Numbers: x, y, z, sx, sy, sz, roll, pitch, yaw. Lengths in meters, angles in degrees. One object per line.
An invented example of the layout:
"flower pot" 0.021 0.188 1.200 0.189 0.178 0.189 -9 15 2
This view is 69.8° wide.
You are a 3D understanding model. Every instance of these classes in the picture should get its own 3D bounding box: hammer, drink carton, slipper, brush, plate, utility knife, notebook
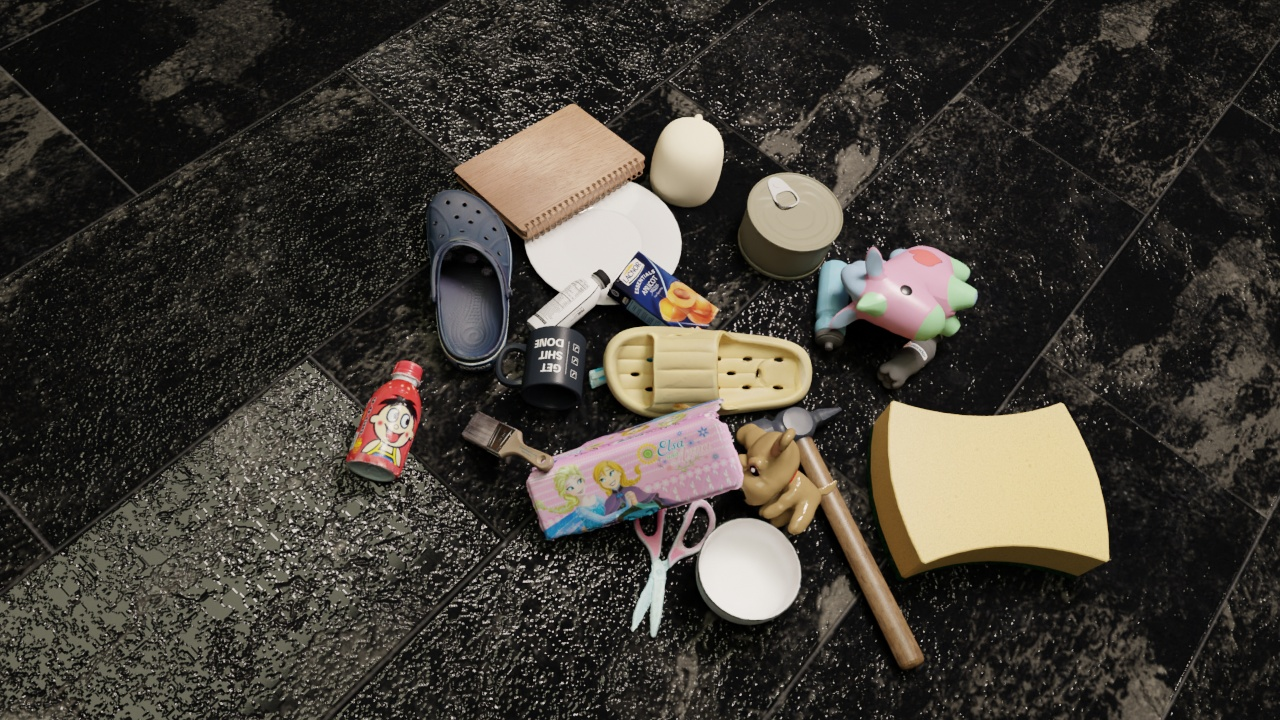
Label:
"hammer" 0.239 0.197 1.058 0.129 0.040 0.321 -15 66 -19
"drink carton" 0.027 -0.075 1.159 0.130 0.040 0.064 36 65 1
"slipper" 0.088 0.018 1.094 0.261 0.079 0.111 1 94 -12
"brush" -0.149 0.093 1.035 0.151 0.012 0.038 19 64 40
"slipper" -0.208 -0.111 1.134 0.105 0.095 0.252 -7 66 -8
"plate" -0.050 -0.160 1.222 0.208 0.015 0.208 3 62 -6
"utility knife" -0.007 0.007 1.140 0.124 0.015 0.022 -17 68 -18
"notebook" -0.119 -0.258 1.248 0.210 0.022 0.169 -36 60 -23
"brush" 0.402 0.152 1.078 0.250 0.075 0.194 1 62 -7

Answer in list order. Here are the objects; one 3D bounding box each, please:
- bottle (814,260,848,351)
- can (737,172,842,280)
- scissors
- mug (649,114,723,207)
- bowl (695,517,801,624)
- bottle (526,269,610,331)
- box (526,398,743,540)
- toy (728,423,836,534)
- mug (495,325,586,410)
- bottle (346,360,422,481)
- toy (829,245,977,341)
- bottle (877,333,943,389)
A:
"bottle" 0.250 -0.069 1.199 0.040 0.040 0.129 12 61 -1
"can" 0.199 -0.179 1.232 0.127 0.073 0.127 3 61 -6
"scissors" 0.038 0.229 1.026 0.105 0.016 0.178 8 61 -3
"mug" 0.068 -0.287 1.258 0.096 0.100 0.120 14 61 0
"bowl" 0.113 0.235 1.003 0.113 0.063 0.113 3 61 -6
"bottle" -0.086 -0.070 1.141 0.116 0.041 0.041 -42 74 -11
"box" -0.002 0.121 1.028 0.231 0.105 0.086 -18 94 12
"toy" 0.153 0.131 1.016 0.105 0.134 0.108 -39 99 -13
"mug" -0.120 0.008 1.092 0.105 0.071 0.077 5 61 -2
"bottle" -0.284 0.065 1.045 0.062 0.062 0.137 13 62 0
"toy" 0.337 -0.097 1.176 0.171 0.120 0.221 21 34 -1
"bottle" 0.350 -0.004 1.178 0.109 0.036 0.036 -36 72 -23
